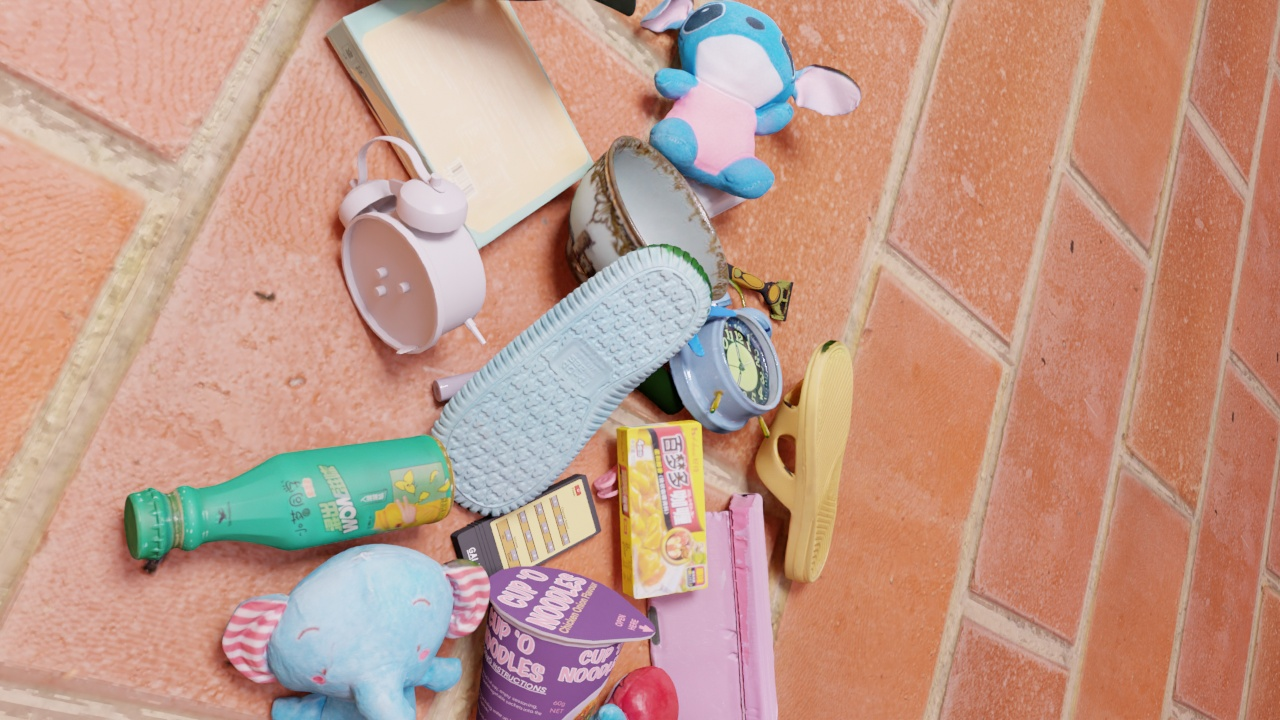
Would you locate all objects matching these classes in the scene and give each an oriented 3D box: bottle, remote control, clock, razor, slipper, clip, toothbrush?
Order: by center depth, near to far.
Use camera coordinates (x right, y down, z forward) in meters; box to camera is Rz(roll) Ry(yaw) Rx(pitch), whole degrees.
[{"bbox_3d":[-0.236,0.096,0.636,0.209,0.068,0.068,-5,92,-38],"label":"bottle"},{"bbox_3d":[-0.171,-0.081,0.664,0.060,0.120,0.159,-33,119,-43],"label":"clock"},{"bbox_3d":[-0.060,0.010,0.726,0.276,0.069,0.116,-42,118,10],"label":"slipper"},{"bbox_3d":[-0.082,0.005,0.772,0.187,0.019,0.018,-14,99,-29],"label":"toothbrush"},{"bbox_3d":[-0.094,0.146,0.780,0.133,0.013,0.058,-23,103,-36],"label":"remote control"},{"bbox_3d":[-0.016,0.110,0.840,0.045,0.023,0.059,50,57,-27],"label":"clip"},{"bbox_3d":[-0.005,0.005,0.841,0.123,0.033,0.033,40,66,-30],"label":"bottle"},{"bbox_3d":[0.082,-0.008,0.880,0.118,0.060,0.161,22,55,-45],"label":"clock"},{"bbox_3d":[0.059,-0.162,0.900,0.133,0.022,0.050,-32,108,-34],"label":"remote control"},{"bbox_3d":[0.160,0.105,0.936,0.099,0.078,0.264,-34,129,-55],"label":"slipper"},{"bbox_3d":[0.103,-0.083,0.937,0.144,0.021,0.044,21,77,-34],"label":"razor"}]

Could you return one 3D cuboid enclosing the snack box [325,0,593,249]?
[{"bbox_3d":[-0.136,-0.205,0.736,0.141,0.044,0.193,-42,114,-32],"label":"snack box"}]

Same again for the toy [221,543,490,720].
[{"bbox_3d":[-0.193,0.220,0.651,0.183,0.115,0.181,-5,104,-28],"label":"toy"}]

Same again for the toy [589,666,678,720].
[{"bbox_3d":[-0.015,0.323,0.802,0.132,0.062,0.092,-10,104,-47],"label":"toy"}]

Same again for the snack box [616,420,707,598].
[{"bbox_3d":[0.020,0.132,0.824,0.075,0.025,0.152,-3,90,-25],"label":"snack box"}]

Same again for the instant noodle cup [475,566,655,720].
[{"bbox_3d":[-0.070,0.248,0.727,0.137,0.121,0.122,17,98,7],"label":"instant noodle cup"}]

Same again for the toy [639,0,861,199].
[{"bbox_3d":[0.093,-0.248,0.874,0.224,0.099,0.191,20,75,-18],"label":"toy"}]

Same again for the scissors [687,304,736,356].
[{"bbox_3d":[0.019,-0.049,0.833,0.123,0.016,0.125,-25,62,-14],"label":"scissors"}]

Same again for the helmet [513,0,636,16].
[{"bbox_3d":[-0.114,-0.355,0.639,0.275,0.176,0.200,18,85,0],"label":"helmet"}]

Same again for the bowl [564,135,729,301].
[{"bbox_3d":[-0.008,-0.099,0.788,0.160,0.094,0.159,40,33,-34],"label":"bowl"}]

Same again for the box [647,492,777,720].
[{"bbox_3d":[0.068,0.251,0.897,0.106,0.116,0.232,-17,103,-78],"label":"box"}]
